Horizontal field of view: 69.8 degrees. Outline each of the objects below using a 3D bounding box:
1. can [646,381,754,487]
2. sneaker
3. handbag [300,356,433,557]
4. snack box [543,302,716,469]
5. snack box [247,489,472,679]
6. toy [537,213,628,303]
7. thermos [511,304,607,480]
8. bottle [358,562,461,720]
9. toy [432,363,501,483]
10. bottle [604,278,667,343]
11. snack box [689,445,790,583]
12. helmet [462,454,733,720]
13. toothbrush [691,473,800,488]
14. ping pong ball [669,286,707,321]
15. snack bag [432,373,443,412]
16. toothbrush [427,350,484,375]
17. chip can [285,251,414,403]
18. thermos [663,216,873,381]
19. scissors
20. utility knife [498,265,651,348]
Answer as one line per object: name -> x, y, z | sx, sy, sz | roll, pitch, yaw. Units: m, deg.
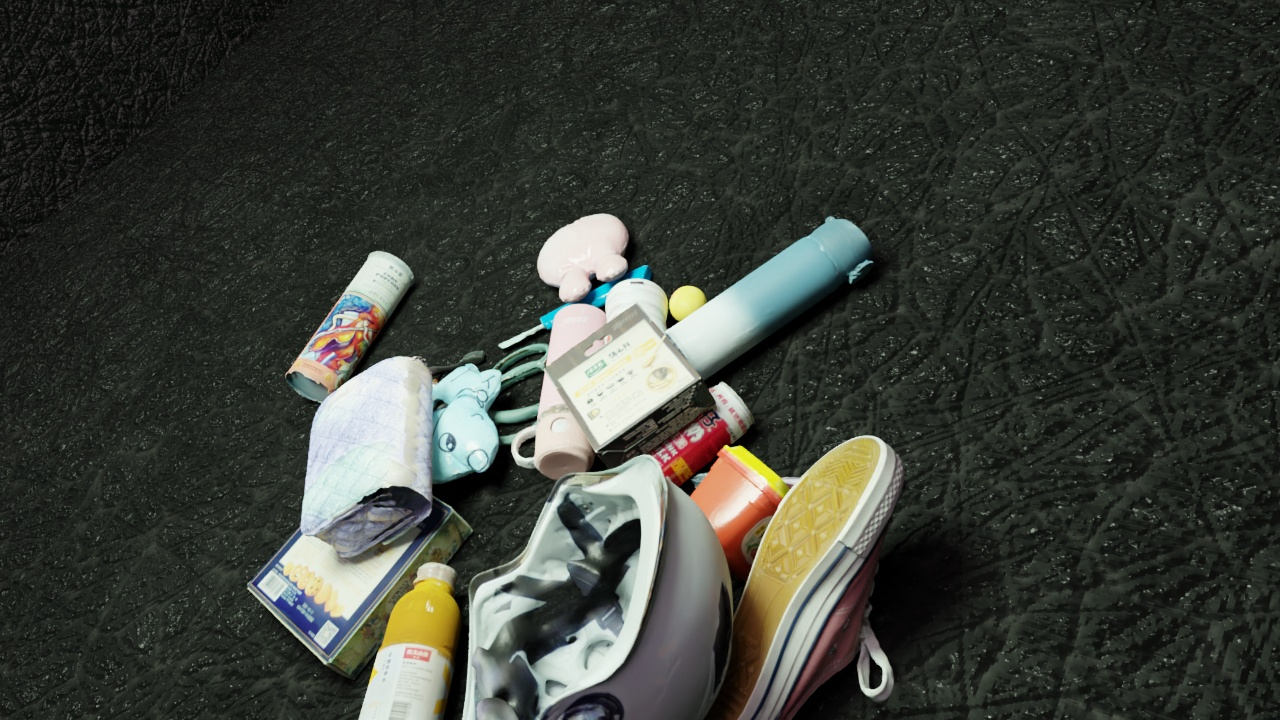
can -> 0.039, 0.079, 0.842 | 0.132, 0.053, 0.053 | -38, 41, -6
sneaker -> 0.134, 0.173, 0.666 | 0.241, 0.088, 0.118 | -63, 22, -4
handbag -> -0.270, 0.095, 0.933 | 0.134, 0.075, 0.193 | -32, 41, 17
snack box -> -0.012, 0.024, 0.844 | 0.113, 0.053, 0.125 | -35, 41, -2
snack box -> -0.288, 0.202, 0.936 | 0.178, 0.046, 0.182 | 19, 62, 43
toy -> -0.067, -0.121, 1.104 | 0.121, 0.054, 0.159 | -28, 34, 7
thermos -> -0.079, 0.032, 0.951 | 0.087, 0.067, 0.198 | -5, 47, 11
bottle -> -0.196, 0.267, 0.796 | 0.068, 0.068, 0.189 | -14, 44, 21
toy -> -0.198, 0.070, 0.984 | 0.162, 0.050, 0.156 | 13, 60, 41
bottle -> -0.006, 0.005, 0.935 | 0.068, 0.068, 0.196 | -16, 47, 19
snack box -> 0.083, 0.126, 0.743 | 0.080, 0.091, 0.082 | -46, 42, -4
helmet -> -0.019, 0.203, 0.666 | 0.259, 0.146, 0.228 | -47, 23, 17
toothbrush -> 0.129, 0.103, 0.788 | 0.188, 0.017, 0.016 | -5, 48, 30
ping pong ball -> 0.051, -0.059, 0.980 | 0.040, 0.040, 0.040 | -18, 43, 17
snack bag -> -0.255, 0.062, 1.061 | 0.048, 0.026, 0.104 | 125, 166, -54
toothbrush -> -0.273, 0.016, 1.135 | 0.189, 0.014, 0.017 | -15, 34, 21
chip can -> -0.384, -0.045, 1.223 | 0.071, 0.071, 0.214 | 1, 52, 33
thermos -> 0.129, -0.061, 0.915 | 0.220, 0.070, 0.070 | -34, 40, -1
scissors -> -0.156, 0.054, 1.020 | 0.175, 0.019, 0.176 | -32, 41, -1
utility knife -> -0.080, -0.059, 1.081 | 0.205, 0.018, 0.034 | -25, 29, 10
